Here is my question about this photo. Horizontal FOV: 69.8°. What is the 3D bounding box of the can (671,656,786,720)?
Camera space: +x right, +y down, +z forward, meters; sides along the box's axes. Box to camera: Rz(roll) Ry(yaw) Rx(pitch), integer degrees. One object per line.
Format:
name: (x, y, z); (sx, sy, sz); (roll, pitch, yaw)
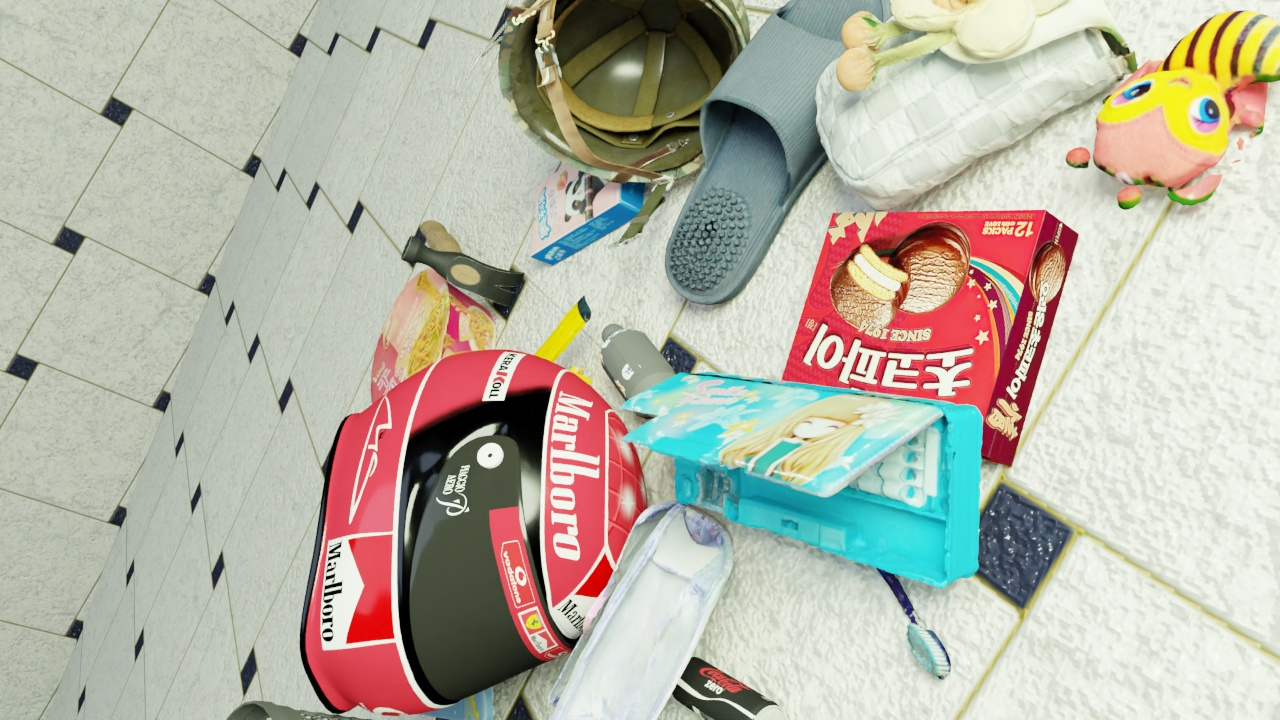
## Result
can: (0.054, 0.217, 0.582); (0.081, 0.031, 0.031); (10, 82, 55)

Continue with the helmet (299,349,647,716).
helmet: (-0.107, 0.120, 0.688); (0.225, 0.198, 0.270); (-7, 58, 11)

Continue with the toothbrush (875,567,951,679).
toothbrush: (0.131, 0.104, 0.547); (0.016, 0.017, 0.188); (-51, 40, 25)

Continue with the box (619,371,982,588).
box: (0.064, 0.060, 0.526); (0.227, 0.116, 0.097); (7, 98, 55)

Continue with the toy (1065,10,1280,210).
toy: (0.267, -0.123, 0.454); (0.104, 0.046, 0.084); (-49, 33, 22)

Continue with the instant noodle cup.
instant noodle cup: (-0.231, -0.008, 1.041); (0.179, 0.077, 0.178); (-27, 53, 43)

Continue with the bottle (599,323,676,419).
bottle: (-0.004, 0.004, 0.755); (0.047, 0.047, 0.112); (-58, 37, 16)

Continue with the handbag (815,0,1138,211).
handbag: (0.174, -0.172, 0.535); (0.172, 0.123, 0.112); (-32, 55, 34)

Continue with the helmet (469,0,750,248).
helmet: (-0.018, -0.234, 0.757); (0.225, 0.193, 0.235); (-19, 35, 23)

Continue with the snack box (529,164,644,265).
snack box: (-0.054, -0.161, 0.914); (0.155, 0.033, 0.087); (-21, 58, 47)

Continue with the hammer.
hammer: (-0.223, -0.129, 1.078); (0.040, 0.132, 0.305); (-65, 23, 7)

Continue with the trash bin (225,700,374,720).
trash bin: (-0.190, 0.371, 0.665); (0.218, 0.227, 0.217); (-28, 52, 44)

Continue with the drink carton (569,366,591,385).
drink carton: (-0.089, 0.063, 0.845); (0.058, 0.041, 0.122); (0, 73, 54)

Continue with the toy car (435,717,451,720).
toy car: (-0.198, 0.368, 0.836); (0.112, 0.047, 0.047); (-33, 42, 1)

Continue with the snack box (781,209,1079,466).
snack box: (0.163, -0.020, 0.549); (0.152, 0.035, 0.132); (12, 84, 55)

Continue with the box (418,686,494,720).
box: (-0.181, 0.267, 0.844); (0.210, 0.047, 0.121); (-20, 43, 49)

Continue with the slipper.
slipper: (0.081, -0.163, 0.669); (0.101, 0.082, 0.264); (39, 110, 30)

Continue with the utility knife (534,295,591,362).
utility knife: (-0.114, 0.026, 0.843); (0.228, 0.019, 0.030); (-45, 36, 24)

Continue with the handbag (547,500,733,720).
handbag: (-0.001, 0.178, 0.613); (0.159, 0.069, 0.126); (-64, -5, 8)
